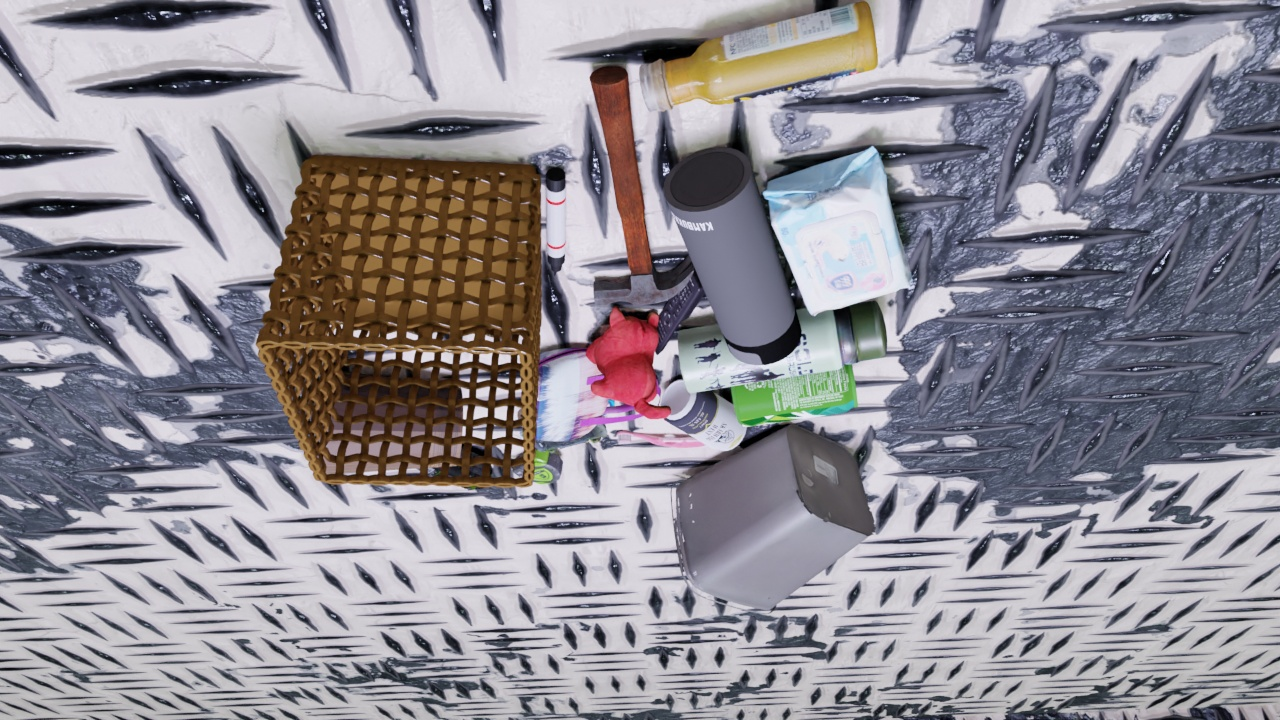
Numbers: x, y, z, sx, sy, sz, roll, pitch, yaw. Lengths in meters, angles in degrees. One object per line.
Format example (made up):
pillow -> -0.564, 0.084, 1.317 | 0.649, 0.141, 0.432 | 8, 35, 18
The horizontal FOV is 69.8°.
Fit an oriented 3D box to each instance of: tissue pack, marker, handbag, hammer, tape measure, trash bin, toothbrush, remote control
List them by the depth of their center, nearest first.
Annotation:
hammer -> -0.010, -0.154, 0.884 | 0.111, 0.028, 0.301 | -4, 146, 5
tissue pack -> 0.195, -0.124, 0.899 | 0.112, 0.069, 0.182 | -13, 143, 18
marker -> -0.084, -0.133, 0.918 | 0.019, 0.019, 0.146 | 1, 146, -4
remote control -> 0.041, -0.054, 1.031 | 0.015, 0.032, 0.137 | -8, 152, -26
handbag -> -0.058, 0.044, 1.144 | 0.169, 0.068, 0.145 | -1, 127, -16
toothbrush -> 0.033, 0.113, 1.289 | 0.135, 0.016, 0.022 | 6, 145, -10
trash bin -> 0.191, 0.221, 1.314 | 0.197, 0.197, 0.221 | 23, 132, -32
tape measure -> -0.143, 0.151, 1.324 | 0.066, 0.035, 0.058 | -23, 131, 34

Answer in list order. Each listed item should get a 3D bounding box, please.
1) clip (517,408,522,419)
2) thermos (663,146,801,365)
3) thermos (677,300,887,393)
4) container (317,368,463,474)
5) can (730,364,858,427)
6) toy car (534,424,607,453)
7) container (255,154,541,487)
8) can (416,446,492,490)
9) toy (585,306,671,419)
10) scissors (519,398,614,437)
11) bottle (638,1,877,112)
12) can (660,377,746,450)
clip -> -0.136, 0.069, 1.214 | 0.060, 0.024, 0.039 | -36, 137, 27
thermos -> 0.098, -0.094, 0.914 | 0.082, 0.082, 0.240 | -12, 141, 15
thermos -> 0.163, -0.017, 1.052 | 0.232, 0.082, 0.082 | -10, 145, 12
container -> -0.311, 0.079, 1.138 | 0.167, 0.132, 0.132 | 3, 146, -17
can -> 0.186, 0.031, 1.113 | 0.144, 0.083, 0.083 | -9, 145, 11
toy car -> -0.098, 0.096, 1.245 | 0.105, 0.033, 0.048 | -13, 143, 10
container -> -0.210, -0.030, 0.892 | 0.219, 0.213, 0.252 | 2, 146, -5
can -> -0.273, 0.140, 1.284 | 0.054, 0.053, 0.137 | -28, 138, 33
toy -> -0.006, 0.006, 1.040 | 0.088, 0.133, 0.094 | -1, 138, -35
scissors -> -0.099, 0.071, 1.200 | 0.135, 0.015, 0.066 | -27, 135, 9
bottle -> 0.093, -0.239, 0.738 | 0.186, 0.053, 0.053 | -10, 145, 13
can -> 0.086, 0.073, 1.189 | 0.064, 0.064, 0.127 | -26, 139, 32
